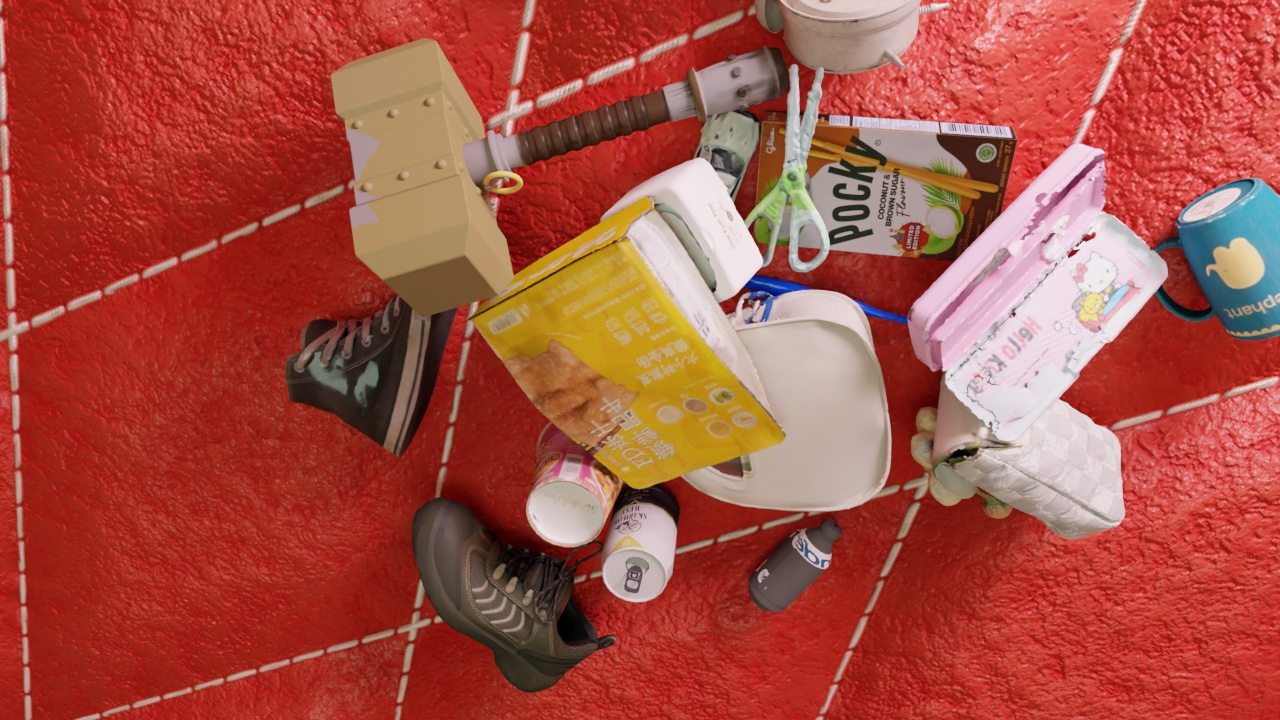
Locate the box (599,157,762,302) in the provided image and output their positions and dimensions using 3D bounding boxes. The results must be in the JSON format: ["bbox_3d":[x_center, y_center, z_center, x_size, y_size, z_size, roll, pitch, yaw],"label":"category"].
[{"bbox_3d":[0.025,-0.090,0.734,0.103,0.076,0.107,-16,111,42],"label":"box"}]

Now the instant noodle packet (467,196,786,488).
[{"bbox_3d":[-0.004,0.004,0.739,0.163,0.084,0.221,-24,113,31],"label":"instant noodle packet"}]

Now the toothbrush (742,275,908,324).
[{"bbox_3d":[0.169,-0.051,0.792,0.182,0.018,0.016,14,118,4],"label":"toothbrush"}]

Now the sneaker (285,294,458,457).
[{"bbox_3d":[-0.232,-0.034,0.811,0.120,0.095,0.235,22,121,-3],"label":"sneaker"}]

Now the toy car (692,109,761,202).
[{"bbox_3d":[0.062,-0.155,0.750,0.048,0.033,0.106,20,113,0],"label":"toy car"}]

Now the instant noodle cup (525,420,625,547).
[{"bbox_3d":[-0.059,0.111,0.837,0.098,0.108,0.098,3,113,7],"label":"instant noodle cup"}]

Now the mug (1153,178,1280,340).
[{"bbox_3d":[0.458,-0.076,0.714,0.112,0.084,0.104,-28,103,47],"label":"mug"}]

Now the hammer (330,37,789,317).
[{"bbox_3d":[-0.050,-0.172,0.690,0.325,0.101,0.190,-16,70,5],"label":"hammer"}]

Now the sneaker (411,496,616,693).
[{"bbox_3d":[-0.110,0.220,0.893,0.143,0.100,0.238,-26,112,21],"label":"sneaker"}]

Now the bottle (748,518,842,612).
[{"bbox_3d":[0.150,0.195,0.880,0.047,0.047,0.113,35,112,-8],"label":"bottle"}]

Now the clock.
[{"bbox_3d":[0.134,-0.257,0.671,0.157,0.103,0.061,22,149,27],"label":"clock"}]

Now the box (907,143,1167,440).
[{"bbox_3d":[0.300,-0.055,0.709,0.201,0.073,0.150,-44,115,-7],"label":"box"}]

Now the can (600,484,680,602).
[{"bbox_3d":[0.000,0.168,0.843,0.064,0.127,0.064,3,113,6],"label":"can"}]

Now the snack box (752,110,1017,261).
[{"bbox_3d":[0.187,-0.137,0.723,0.186,0.031,0.101,7,122,11],"label":"snack box"}]

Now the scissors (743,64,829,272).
[{"bbox_3d":[0.109,-0.144,0.701,0.078,0.032,0.176,8,125,15],"label":"scissors"}]

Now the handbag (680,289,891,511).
[{"bbox_3d":[0.110,0.039,0.795,0.200,0.092,0.201,-6,114,14],"label":"handbag"}]

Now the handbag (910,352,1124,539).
[{"bbox_3d":[0.317,0.085,0.779,0.171,0.112,0.124,27,140,-13],"label":"handbag"}]
